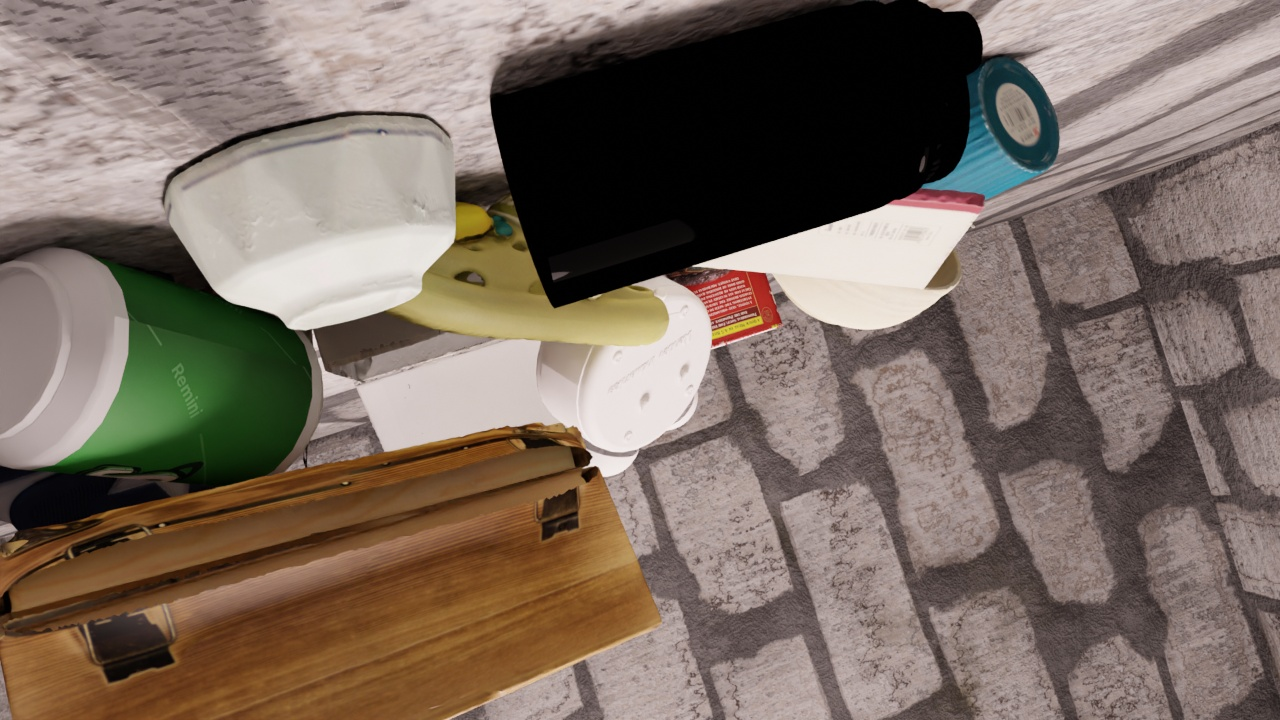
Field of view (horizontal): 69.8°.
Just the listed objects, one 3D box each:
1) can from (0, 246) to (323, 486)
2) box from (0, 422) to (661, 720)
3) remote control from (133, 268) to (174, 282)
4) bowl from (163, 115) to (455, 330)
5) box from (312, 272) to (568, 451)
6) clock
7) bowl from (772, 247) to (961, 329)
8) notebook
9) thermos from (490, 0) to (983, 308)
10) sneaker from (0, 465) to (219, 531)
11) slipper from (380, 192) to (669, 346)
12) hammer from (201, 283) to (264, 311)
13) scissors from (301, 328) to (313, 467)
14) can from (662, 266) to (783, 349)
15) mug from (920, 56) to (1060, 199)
[{"bbox_3d":[-0.215,0.009,0.406,0.088,0.087,0.139,-18,163,17],"label":"can"},{"bbox_3d":[-0.173,0.139,0.488,0.278,0.168,0.246,-10,163,-35],"label":"box"},{"bbox_3d":[-0.292,-0.021,0.448,0.124,0.009,0.046,-18,179,6],"label":"remote control"},{"bbox_3d":[-0.127,-0.049,0.379,0.117,0.061,0.117,-17,179,0],"label":"bowl"},{"bbox_3d":[-0.155,0.029,0.813,0.166,0.119,0.479,-17,157,-9],"label":"box"},{"bbox_3d":[-0.004,0.004,0.641,0.125,0.161,0.073,-35,-132,-30],"label":"clock"},{"bbox_3d":[0.147,-0.075,0.668,0.150,0.150,0.076,-17,146,-45],"label":"bowl"},{"bbox_3d":[0.064,-0.071,0.505,0.209,0.012,0.153,7,170,7],"label":"notebook"},{"bbox_3d":[0.046,-0.092,0.381,0.198,0.086,0.086,-18,179,-9],"label":"thermos"},{"bbox_3d":[-0.374,0.053,0.548,0.268,0.103,0.133,-3,-176,-31],"label":"sneaker"},{"bbox_3d":[-0.063,-0.051,0.496,0.190,0.081,0.092,7,-171,-34],"label":"slipper"},{"bbox_3d":[-0.254,-0.019,0.554,0.132,0.040,0.306,-13,175,-37],"label":"hammer"},{"bbox_3d":[-0.231,0.026,0.630,0.012,0.154,0.163,1,170,-19],"label":"scissors"},{"bbox_3d":[0.053,-0.070,0.721,0.086,0.116,0.086,-18,179,-1],"label":"can"},{"bbox_3d":[0.218,-0.149,0.618,0.113,0.083,0.107,-32,-177,-34],"label":"mug"}]
